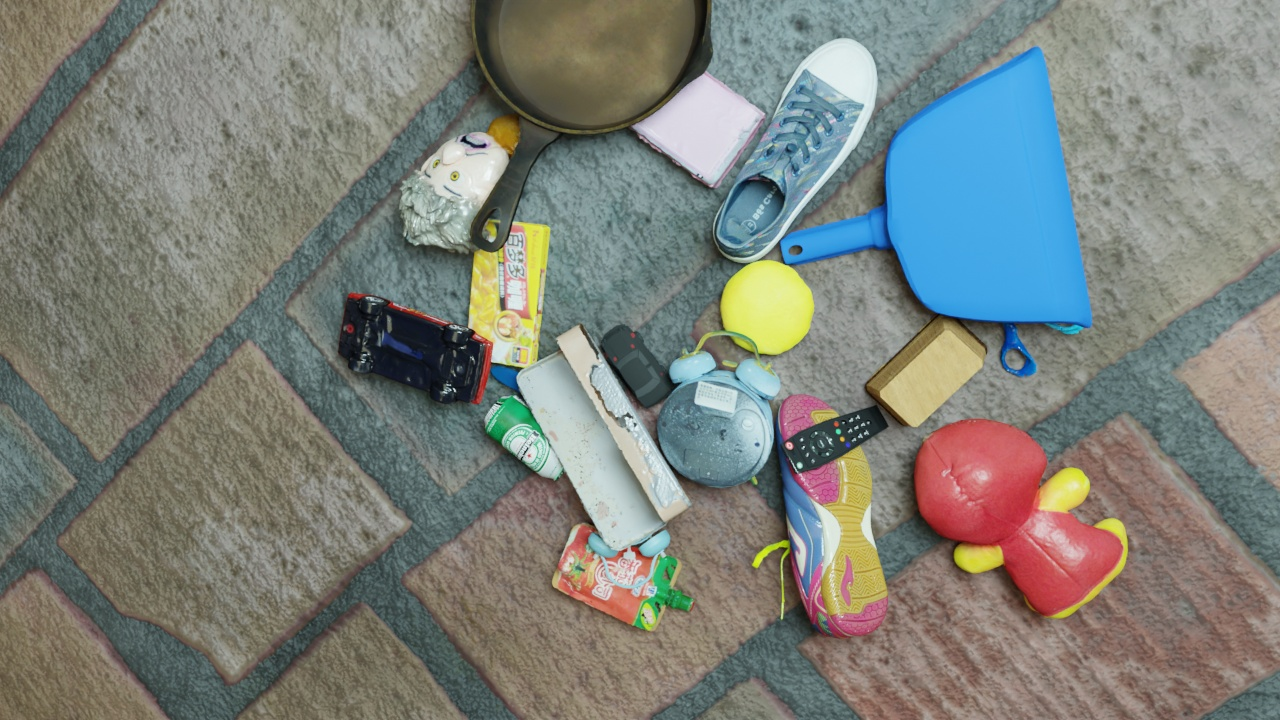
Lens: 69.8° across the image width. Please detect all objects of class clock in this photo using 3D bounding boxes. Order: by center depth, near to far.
[{"bbox_3d":[0.081,0.050,0.925,0.118,0.060,0.162,13,111,14],"label":"clock"},{"bbox_3d":[-0.013,0.178,0.972,0.087,0.042,0.123,-3,79,6],"label":"clock"}]

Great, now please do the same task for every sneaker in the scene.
[{"bbox_3d":[0.146,-0.194,0.870,0.087,0.079,0.236,33,105,5],"label":"sneaker"},{"bbox_3d":[0.171,0.157,0.923,0.116,0.091,0.241,-5,75,-19],"label":"sneaker"}]

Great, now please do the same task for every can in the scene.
[{"bbox_3d":[-0.118,0.082,0.988,0.101,0.053,0.053,37,105,4],"label":"can"}]

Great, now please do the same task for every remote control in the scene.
[{"bbox_3d":[0.192,0.076,0.901,0.124,0.010,0.039,-20,75,-27],"label":"remote control"}]

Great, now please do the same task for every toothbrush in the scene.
[{"bbox_3d":[-0.104,0.034,0.996,0.132,0.016,0.021,22,101,7],"label":"toothbrush"}]

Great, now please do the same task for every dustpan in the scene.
[{"bbox_3d":[0.255,-0.127,0.851,0.258,0.059,0.245,-11,100,21],"label":"dustpan"}]

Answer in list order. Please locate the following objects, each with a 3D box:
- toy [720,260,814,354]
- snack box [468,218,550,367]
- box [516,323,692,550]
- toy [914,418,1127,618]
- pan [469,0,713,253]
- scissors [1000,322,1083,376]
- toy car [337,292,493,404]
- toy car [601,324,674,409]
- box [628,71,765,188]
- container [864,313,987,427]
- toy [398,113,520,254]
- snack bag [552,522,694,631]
[{"bbox_3d":[0.126,-0.052,0.919,0.094,0.041,0.095,-17,96,12],"label":"toy"},{"bbox_3d":[-0.142,-0.073,0.981,0.075,0.025,0.152,9,101,11],"label":"snack box"},{"bbox_3d":[-0.032,0.073,0.925,0.094,0.108,0.216,-26,78,-25],"label":"box"},{"bbox_3d":[0.356,0.147,0.878,0.216,0.098,0.147,41,98,-2],"label":"toy"},{"bbox_3d":[-0.073,-0.266,0.877,0.249,0.043,0.356,26,95,7],"label":"pan"},{"bbox_3d":[0.345,-0.037,0.877,0.133,0.015,0.104,25,120,7],"label":"scissors"},{"bbox_3d":[-0.246,-0.014,0.993,0.189,0.056,0.082,19,104,20],"label":"toy car"},{"bbox_3d":[-0.006,0.006,0.959,0.042,0.036,0.091,-36,90,15],"label":"toy car"},{"bbox_3d":[0.006,-0.272,0.905,0.233,0.046,0.098,38,106,4],"label":"box"},{"bbox_3d":[0.277,0.013,0.886,0.063,0.061,0.114,44,105,2],"label":"container"},{"bbox_3d":[-0.179,-0.186,0.937,0.133,0.076,0.176,39,89,31],"label":"toy"},{"bbox_3d":[-0.014,0.240,1.005,0.155,0.044,0.087,22,92,2],"label":"snack bag"}]
